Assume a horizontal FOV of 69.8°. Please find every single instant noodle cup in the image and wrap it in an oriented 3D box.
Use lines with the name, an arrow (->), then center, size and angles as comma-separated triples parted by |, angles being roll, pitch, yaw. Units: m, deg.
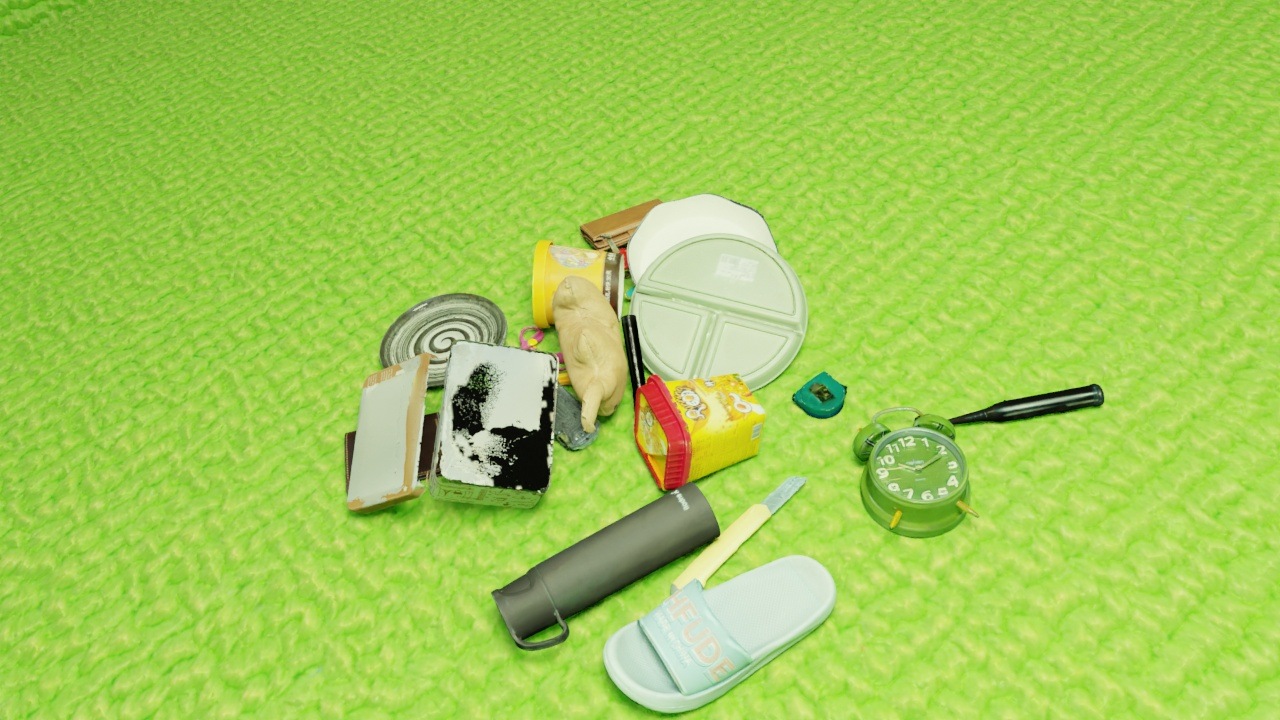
instant noodle cup -> 0.068, 0.075, 1.053 | 0.123, 0.116, 0.116 | -14, 45, -17
instant noodle cup -> -0.082, -0.100, 1.237 | 0.114, 0.119, 0.118 | 3, 48, 2

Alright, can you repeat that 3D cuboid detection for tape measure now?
tape measure -> 0.219, 0.042, 1.105 | 0.058, 0.025, 0.054 | -34, 50, -19

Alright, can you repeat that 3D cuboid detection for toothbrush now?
toothbrush -> 0.420, 0.057, 1.052 | 0.213, 0.027, 0.026 | -10, 9, 2

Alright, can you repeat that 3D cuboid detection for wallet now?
wallet -> -0.307, 0.116, 1.143 | 0.122, 0.020, 0.096 | -13, 52, -3
wallet -> -0.015, -0.199, 1.346 | 0.130, 0.035, 0.119 | -20, 29, -9

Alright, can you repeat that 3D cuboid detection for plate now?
plate -> -0.268, -0.025, 1.261 | 0.179, 0.024, 0.179 | -7, 46, 7
plate -> 0.097, -0.063, 1.168 | 0.230, 0.027, 0.230 | -2, 71, 7
plate -> 0.084, -0.135, 1.253 | 0.205, 0.046, 0.204 | -1, 60, 2

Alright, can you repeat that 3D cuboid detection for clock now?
clock -> 0.297, 0.115, 1.002 | 0.116, 0.056, 0.161 | -8, 47, 2

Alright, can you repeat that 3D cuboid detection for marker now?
marker -> -0.139, 0.031, 1.188 | 0.124, 0.018, 0.015 | -10, 55, 3
marker -> -0.007, 0.007, 1.143 | 0.020, 0.022, 0.132 | -22, 71, 42

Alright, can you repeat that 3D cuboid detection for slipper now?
slipper -> 0.082, 0.258, 0.900 | 0.245, 0.074, 0.104 | -23, 49, -12

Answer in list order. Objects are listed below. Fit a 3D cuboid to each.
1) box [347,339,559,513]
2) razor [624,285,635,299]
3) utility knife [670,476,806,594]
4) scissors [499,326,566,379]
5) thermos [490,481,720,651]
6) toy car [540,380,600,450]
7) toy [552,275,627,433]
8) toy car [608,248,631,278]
box -> -0.224, 0.079, 1.066 | 0.272, 0.133, 0.179 | -4, 65, 12
razor -> 0.028, -0.122, 1.289 | 0.132, 0.028, 0.043 | -38, 70, -20
utility knife -> 0.106, 0.189, 0.996 | 0.208, 0.021, 0.031 | -42, 55, -17
scissors -> -0.148, -0.004, 1.207 | 0.131, 0.017, 0.133 | 20, 38, 12
thermos -> -0.030, 0.220, 0.963 | 0.242, 0.068, 0.090 | -28, 48, -12
toy car -> -0.102, 0.064, 1.139 | 0.054, 0.037, 0.120 | -41, 63, -19
toy -> -0.056, 0.004, 1.109 | 0.082, 0.143, 0.225 | -22, 50, 8
toy car -> -0.052, -0.135, 1.316 | 0.106, 0.031, 0.049 | -16, 48, -6
